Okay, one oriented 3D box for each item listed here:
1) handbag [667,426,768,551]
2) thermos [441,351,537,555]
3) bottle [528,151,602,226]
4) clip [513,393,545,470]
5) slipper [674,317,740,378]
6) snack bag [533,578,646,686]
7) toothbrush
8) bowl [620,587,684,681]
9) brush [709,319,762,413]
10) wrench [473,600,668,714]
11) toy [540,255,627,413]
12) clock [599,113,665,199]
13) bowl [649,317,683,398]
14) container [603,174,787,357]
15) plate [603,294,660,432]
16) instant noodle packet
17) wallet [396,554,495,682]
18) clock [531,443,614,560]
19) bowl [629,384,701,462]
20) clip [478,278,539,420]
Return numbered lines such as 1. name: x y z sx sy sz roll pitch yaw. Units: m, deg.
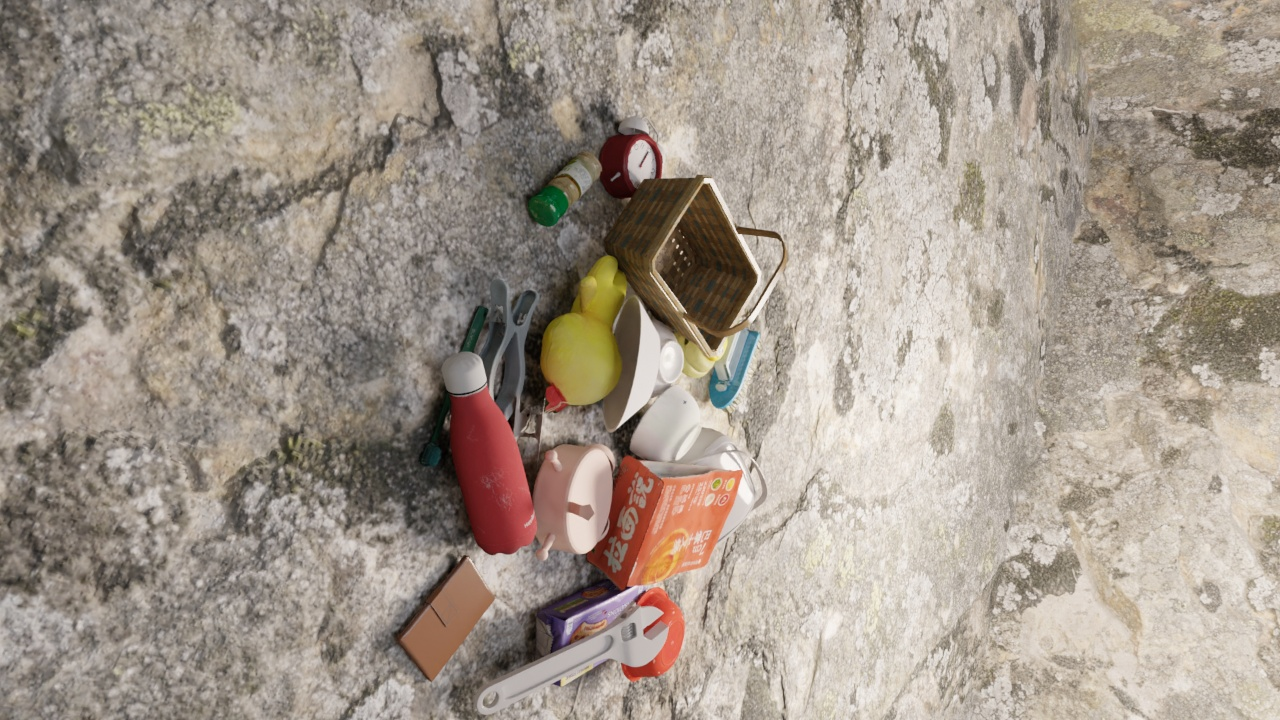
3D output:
1. handbag: 0.080 0.231 1.359 0.222 0.096 0.216 -45 128 -23
2. thermos: -0.170 0.101 1.008 0.073 0.073 0.240 -37 127 -43
3. bottle: -0.089 -0.208 1.108 0.110 0.043 0.043 -53 133 -34
4. clip: -0.135 0.077 1.090 0.057 0.054 0.102 -13 125 -36
5. slipper: 0.111 -0.064 1.356 0.091 0.082 0.190 33 67 -52
6. snack bag: -0.063 0.345 1.208 0.205 0.058 0.096 -8 105 -55
7. toothbrush: -0.203 0.028 1.015 0.016 0.017 0.189 34 69 -49
8. bowl: 0.025 0.380 1.256 0.130 0.045 0.131 -26 121 -55
9. brush: 0.139 0.011 1.419 0.075 0.055 0.135 43 62 -51
10. wrench: -0.078 0.372 1.125 0.272 0.018 0.087 -17 112 -33
11. toy: -0.062 -0.028 1.130 0.134 0.092 0.207 52 46 -60
12. clock: -0.007 -0.263 1.203 0.087 0.044 0.124 48 60 -44
13. bowl: 0.018 -0.001 1.258 0.117 0.062 0.118 -10 103 -51
14. container: 0.089 -0.116 1.194 0.157 0.186 0.250 -58 146 -13
15. plate: -0.007 0.007 1.148 0.036 0.174 0.174 10 86 -13
16. instant noodle packet: 0.053 0.222 1.263 0.220 0.084 0.164 8 106 -45
17. wallet: -0.217 0.291 1.037 0.120 0.013 0.087 -51 137 -35
18. clock: -0.072 0.172 1.134 0.160 0.086 0.131 5 91 -74
19. bowl: 0.042 0.096 1.263 0.113 0.063 0.114 -48 162 -21
20. clip: -0.162 -0.011 1.036 0.106 0.028 0.163 23 77 -64
